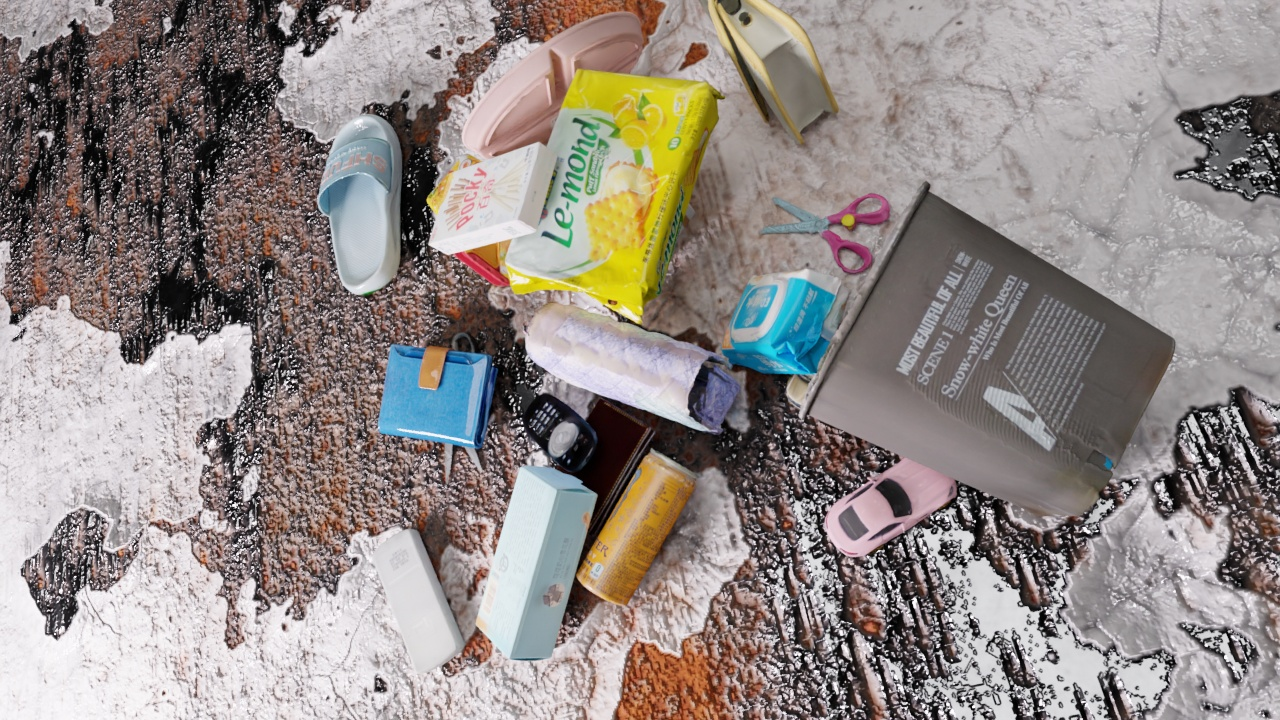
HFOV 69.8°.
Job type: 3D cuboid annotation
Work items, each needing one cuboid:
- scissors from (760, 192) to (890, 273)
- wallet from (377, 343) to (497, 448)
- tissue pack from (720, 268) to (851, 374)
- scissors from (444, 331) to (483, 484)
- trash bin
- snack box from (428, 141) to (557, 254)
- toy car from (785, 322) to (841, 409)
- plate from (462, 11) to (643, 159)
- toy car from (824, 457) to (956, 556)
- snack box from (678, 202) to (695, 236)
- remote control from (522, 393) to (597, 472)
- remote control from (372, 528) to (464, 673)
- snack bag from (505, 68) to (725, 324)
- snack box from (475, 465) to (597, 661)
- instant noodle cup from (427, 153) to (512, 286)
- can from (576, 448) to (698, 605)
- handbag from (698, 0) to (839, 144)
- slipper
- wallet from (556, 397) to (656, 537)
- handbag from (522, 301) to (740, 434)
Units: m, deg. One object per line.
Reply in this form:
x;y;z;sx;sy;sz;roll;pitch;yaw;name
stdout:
0.183;-0.128;0.927;0.136;0.017;0.105;-3;78;27;scissors
-0.228;0.038;1.024;0.133;0.040;0.106;7;85;22;wallet
0.131;-0.036;0.861;0.063;0.140;0.090;26;83;-17;tissue pack
-0.217;0.047;1.044;0.173;0.014;0.159;27;88;26;scissors
0.268;0.005;0.737;0.220;0.198;0.199;29;86;12;trash bin
-0.148;-0.157;0.907;0.157;0.027;0.084;-4;67;45;snack box
0.173;0.006;0.876;0.042;0.035;0.090;35;91;29;toy car
-0.088;-0.287;0.987;0.230;0.229;0.028;-35;89;9;plate
0.222;0.127;0.816;0.122;0.037;0.056;-36;65;8;toy car
-0.010;-0.155;0.971;0.077;0.094;0.093;34;89;28;snack box
-0.081;0.076;0.953;0.053;0.024;0.136;-54;38;-1;remote control
-0.238;0.255;0.979;0.058;0.021;0.150;-35;64;10;remote control
-0.022;-0.165;0.886;0.158;0.068;0.246;15;80;26;snack bag
-0.102;0.195;0.891;0.074;0.051;0.175;21;97;52;snack box
-0.171;-0.166;1.041;0.116;0.116;0.123;-49;50;2;instant noodle cup
-0.003;0.161;0.888;0.058;0.058;0.146;28;86;28;can
0.111;-0.315;0.933;0.063;0.163;0.178;-42;61;7;handbag
-0.356;-0.199;1.146;0.104;0.074;0.245;-16;69;19;slipper
-0.044;0.105;0.930;0.096;0.020;0.122;28;86;48;wallet
-0.005;0.005;0.897;0.194;0.134;0.075;18;83;26;handbag
